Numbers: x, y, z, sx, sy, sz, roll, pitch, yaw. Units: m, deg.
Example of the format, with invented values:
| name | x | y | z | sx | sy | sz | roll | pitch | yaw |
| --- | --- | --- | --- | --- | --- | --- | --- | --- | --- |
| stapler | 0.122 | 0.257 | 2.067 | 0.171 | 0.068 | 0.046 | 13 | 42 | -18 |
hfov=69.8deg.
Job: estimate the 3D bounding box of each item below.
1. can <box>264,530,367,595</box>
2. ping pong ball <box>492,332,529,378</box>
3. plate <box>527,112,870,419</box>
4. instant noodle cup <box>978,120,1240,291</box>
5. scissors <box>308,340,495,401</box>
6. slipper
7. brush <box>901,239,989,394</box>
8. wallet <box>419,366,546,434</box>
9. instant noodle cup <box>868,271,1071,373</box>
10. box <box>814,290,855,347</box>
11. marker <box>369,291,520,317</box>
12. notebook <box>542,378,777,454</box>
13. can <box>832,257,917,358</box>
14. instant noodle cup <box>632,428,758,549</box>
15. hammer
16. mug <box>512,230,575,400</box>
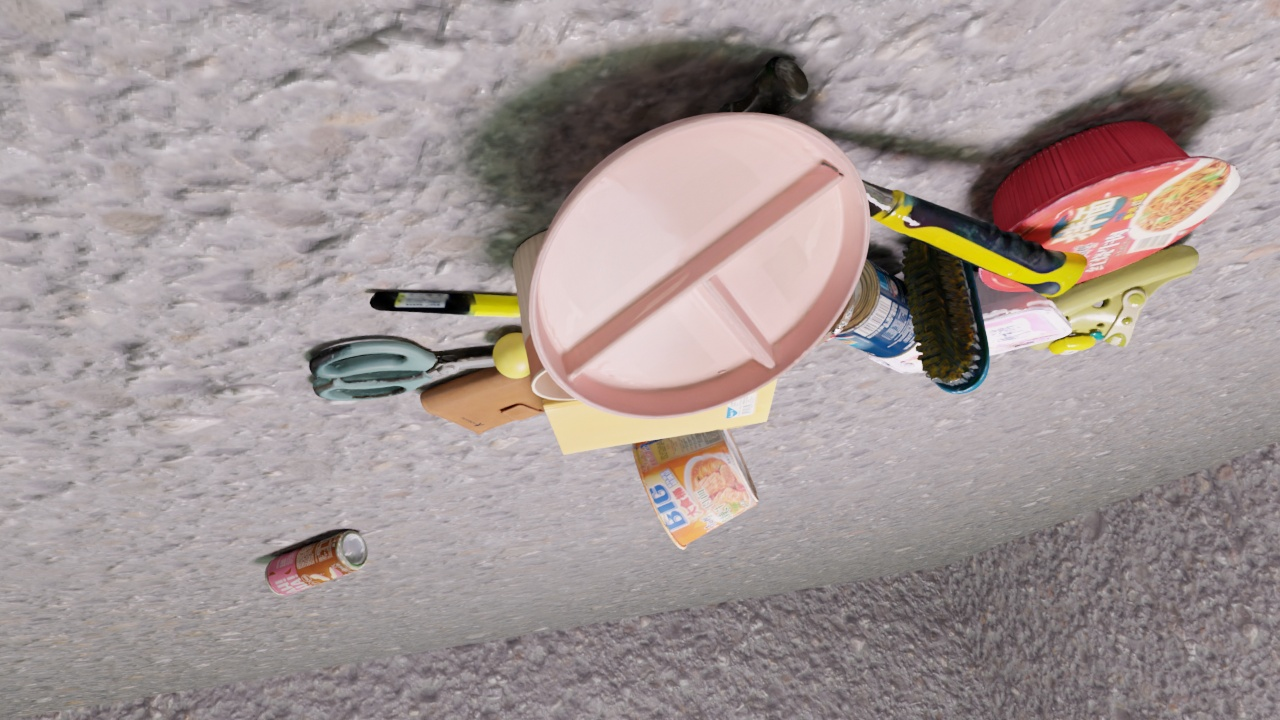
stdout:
| name | x | y | z | sx | sy | sz | roll | pitch | yaw |
| --- | --- | --- | --- | --- | --- | --- | --- | --- | --- |
| can | -0.454 | 0.285 | 1.287 | 0.147 | 0.057 | 0.058 | -22 | 156 | 22 |
| ping pong ball | -0.109 | -0.004 | 0.802 | 0.040 | 0.040 | 0.040 | -11 | 158 | -5 |
| plate | 0.038 | -0.055 | 0.586 | 0.229 | 0.028 | 0.230 | -12 | 134 | -14 |
| instant noodle cup | 0.360 | -0.127 | 0.735 | 0.194 | 0.065 | 0.194 | -10 | 158 | -4 |
| scissors | -0.209 | 0.016 | 0.826 | 0.185 | 0.019 | 0.130 | 5 | 153 | -33 |
| slipper | 0.486 | -0.052 | 0.951 | 0.191 | 0.081 | 0.091 | -28 | 168 | 24 |
| brush | 0.267 | -0.038 | 0.790 | 0.055 | 0.143 | 0.073 | -19 | 153 | 32 |
| wallet | -0.131 | 0.033 | 0.898 | 0.132 | 0.031 | 0.108 | -18 | 156 | 16 |
| instant noodle cup | 0.317 | -0.042 | 0.901 | 0.174 | 0.060 | 0.138 | -19 | 160 | 31 |
| box | 0.099 | -0.046 | 0.779 | 0.087 | 0.076 | 0.163 | 27 | 152 | -26 |
| marker | -0.148 | -0.043 | 0.716 | 0.124 | 0.018 | 0.015 | 1 | 149 | -28 |
| notebook | 0.021 | 0.048 | 0.848 | 0.206 | 0.010 | 0.146 | -9 | 158 | 0 |
| can | 0.200 | -0.048 | 0.821 | 0.075 | 0.075 | 0.111 | -27 | 154 | 31 |
| instant noodle cup | 0.071 | 0.141 | 1.130 | 0.111 | 0.151 | 0.151 | -25 | 156 | 8 |
| hammer | 0.183 | -0.103 | 0.643 | 0.323 | 0.031 | 0.126 | 16 | 149 | -25 |
| mug | -0.037 | -0.032 | 0.687 | 0.082 | 0.105 | 0.114 | -29 | 153 | 35 |
